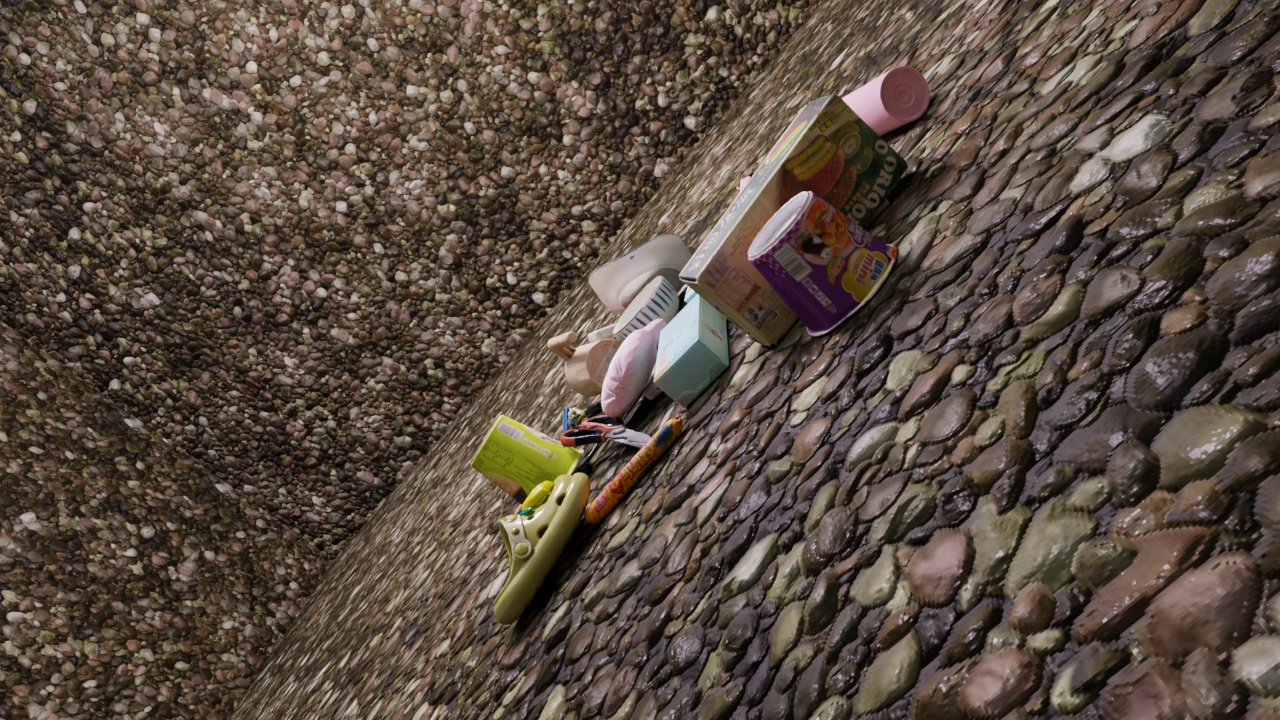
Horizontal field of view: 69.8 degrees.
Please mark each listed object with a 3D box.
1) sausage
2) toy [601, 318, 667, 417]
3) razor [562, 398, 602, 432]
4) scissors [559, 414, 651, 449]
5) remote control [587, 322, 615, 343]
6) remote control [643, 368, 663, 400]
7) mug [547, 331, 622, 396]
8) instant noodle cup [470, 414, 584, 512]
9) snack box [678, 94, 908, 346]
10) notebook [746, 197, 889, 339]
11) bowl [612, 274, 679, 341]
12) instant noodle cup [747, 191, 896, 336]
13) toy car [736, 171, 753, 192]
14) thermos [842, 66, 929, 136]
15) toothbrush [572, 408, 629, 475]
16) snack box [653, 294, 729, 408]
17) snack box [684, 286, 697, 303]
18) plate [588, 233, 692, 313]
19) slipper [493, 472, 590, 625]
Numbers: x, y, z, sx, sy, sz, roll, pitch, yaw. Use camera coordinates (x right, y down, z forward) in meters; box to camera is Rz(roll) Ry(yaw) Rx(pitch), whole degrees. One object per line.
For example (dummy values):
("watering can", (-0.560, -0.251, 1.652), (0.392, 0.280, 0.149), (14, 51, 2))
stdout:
("sausage", (-0.008, 0.121, 0.999), (0.165, 0.021, 0.021), (-49, 11, 9))
("toy", (-0.007, 0.007, 1.208), (0.159, 0.054, 0.121), (-50, -16, -58))
("razor", (-0.079, 0.076, 1.429), (0.143, 0.022, 0.042), (-31, 56, 49))
("scissors", (-0.045, 0.097, 1.137), (0.185, 0.015, 0.208), (-15, 10, 14))
("remote control", (-0.020, -0.059, 1.483), (0.135, 0.020, 0.056), (-21, 3, -16))
("remote control", (0.040, 0.001, 1.205), (0.049, 0.024, 0.124), (-43, 14, 40))
("mug", (-0.078, -0.001, 1.419), (0.084, 0.124, 0.104), (-57, 14, -17))
("instant noodle cup", (-0.156, 0.136, 1.223), (0.112, 0.123, 0.111), (-58, 3, 4))
("snack box", (0.156, -0.143, 0.942), (0.240, 0.114, 0.063), (-54, 17, -4))
("notebook", (0.192, -0.121, 1.043), (0.208, 0.008, 0.147), (-46, 12, 20))
("bowl", (0.018, -0.065, 1.396), (0.116, 0.066, 0.116), (-49, 12, 13))
("instant noodle cup", (0.161, -0.095, 0.848), (0.112, 0.099, 0.111), (-48, 10, 10))
("toy car", (0.177, -0.257, 1.431), (0.037, 0.056, 0.122), (-41, 14, 23))
("thermos", (0.293, -0.313, 1.158), (0.087, 0.067, 0.199), (-20, 4, -11))
("toothbrush", (-0.039, 0.091, 1.240), (0.018, 0.016, 0.191), (-10, 40, 58))
("snack box", (0.062, -0.016, 1.096), (0.074, 0.051, 0.174), (-45, 13, 19))
("snack box", (0.109, -0.121, 1.257), (0.074, 0.051, 0.174), (-44, 12, 24))
("plate", (0.012, -0.125, 1.465), (0.164, 0.034, 0.164), (-27, -28, 9))
("slipper", (-0.122, 0.197, 1.020), (0.190, 0.081, 0.092), (-60, 0, -27))
